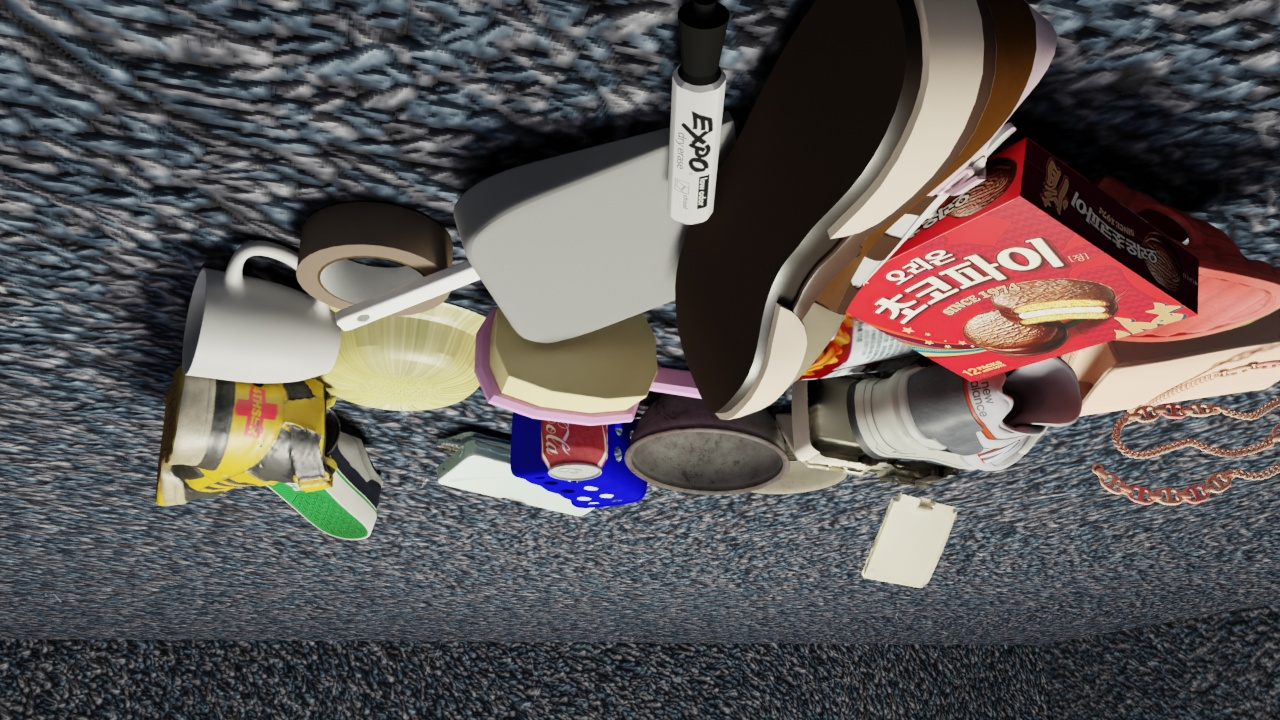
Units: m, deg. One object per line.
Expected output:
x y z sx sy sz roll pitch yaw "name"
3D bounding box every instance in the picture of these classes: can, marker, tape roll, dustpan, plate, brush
-0.054 0.046 0.751 0.054 0.096 0.054 -2 157 -1 "can"
0.027 -0.118 0.445 0.025 0.025 0.126 -1 144 -2 "marker"
-0.166 -0.062 0.579 0.094 0.030 0.094 -2 156 -1 "tape roll"
-0.061 -0.059 0.555 0.257 0.033 0.163 -21 155 1 "dustpan"
-0.192 0.007 0.727 0.184 0.036 0.185 -2 156 -1 "plate"
-0.004 0.004 0.668 0.228 0.089 0.043 9 150 -21 "brush"

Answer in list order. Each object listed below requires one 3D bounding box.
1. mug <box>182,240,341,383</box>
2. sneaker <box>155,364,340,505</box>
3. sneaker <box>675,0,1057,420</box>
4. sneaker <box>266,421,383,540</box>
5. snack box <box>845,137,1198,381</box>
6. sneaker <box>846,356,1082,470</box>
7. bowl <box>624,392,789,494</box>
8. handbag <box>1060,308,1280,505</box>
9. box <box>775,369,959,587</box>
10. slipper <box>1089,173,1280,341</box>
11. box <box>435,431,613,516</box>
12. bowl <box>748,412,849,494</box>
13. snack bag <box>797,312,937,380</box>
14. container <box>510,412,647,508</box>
-0.246 -0.032 0.613 0.089 0.071 0.107 10 127 -33 "mug"
-0.309 0.066 0.721 0.122 0.086 0.239 8 161 -28 "sneaker"
0.109 -0.074 0.486 0.116 0.111 0.295 -7 146 -22 "sneaker"
-0.309 0.074 0.846 0.084 0.078 0.235 -2 140 17 "sneaker"
0.204 -0.047 0.528 0.132 0.035 0.152 26 155 -20 "snack box"
0.276 0.037 0.699 0.239 0.088 0.125 1 167 -39 "sneaker"
0.061 0.064 0.826 0.145 0.067 0.145 4 151 2 "bowl"
0.407 0.048 0.680 0.199 0.187 0.117 -9 149 4 "handbag"
0.187 0.092 0.768 0.143 0.181 0.081 12 154 -15 "box"
0.258 -0.072 0.558 0.249 0.059 0.104 14 157 2 "slipper"
-0.116 0.119 0.970 0.198 0.072 0.086 21 167 -39 "box"
0.146 0.090 0.913 0.115 0.059 0.116 -2 156 -1 "bowl"
0.198 -0.014 0.682 0.208 0.066 0.139 0 162 -9 "snack bag"
-0.056 0.081 0.850 0.085 0.084 0.113 -12 153 25 "container"
